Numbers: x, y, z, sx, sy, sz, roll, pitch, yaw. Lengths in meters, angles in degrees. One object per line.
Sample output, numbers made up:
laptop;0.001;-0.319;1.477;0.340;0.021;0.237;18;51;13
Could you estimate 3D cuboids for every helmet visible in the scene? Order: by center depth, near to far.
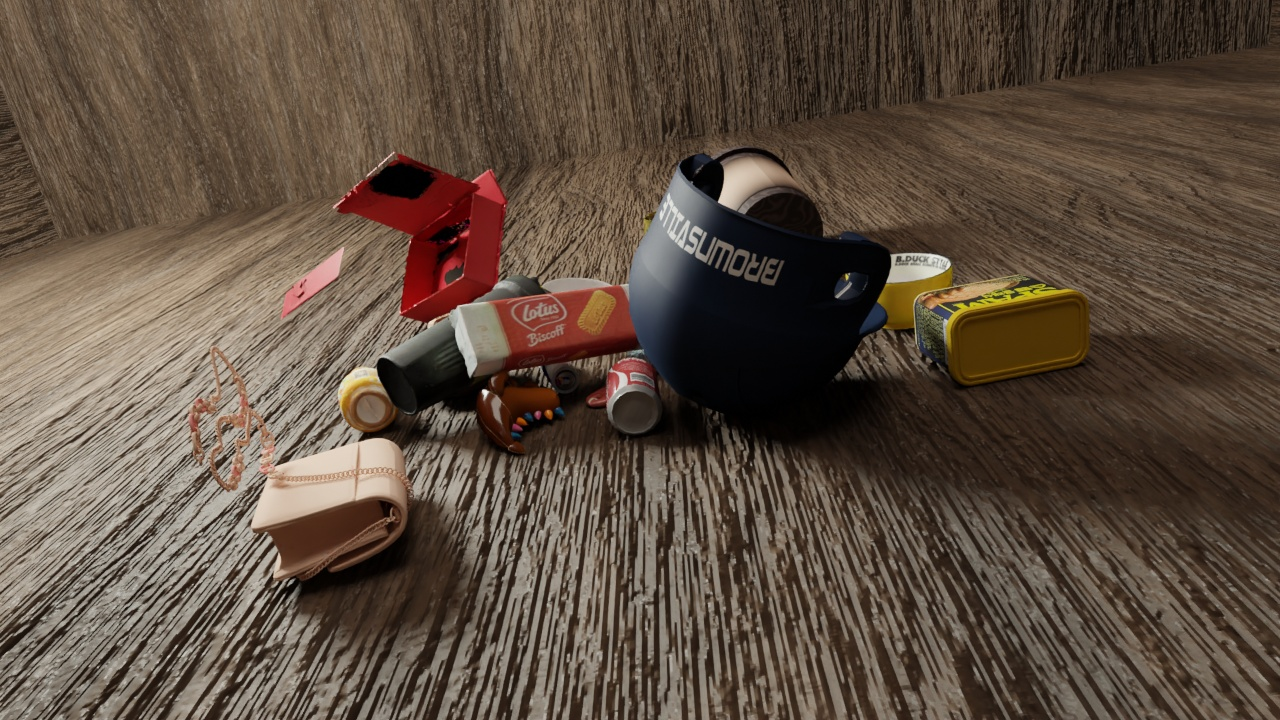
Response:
helmet;0.113;-0.059;0.887;0.232;0.224;0.271;35;34;30

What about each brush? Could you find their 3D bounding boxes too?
brush;-0.006;0.006;1.032;0.041;0.030;0.171;5;25;34

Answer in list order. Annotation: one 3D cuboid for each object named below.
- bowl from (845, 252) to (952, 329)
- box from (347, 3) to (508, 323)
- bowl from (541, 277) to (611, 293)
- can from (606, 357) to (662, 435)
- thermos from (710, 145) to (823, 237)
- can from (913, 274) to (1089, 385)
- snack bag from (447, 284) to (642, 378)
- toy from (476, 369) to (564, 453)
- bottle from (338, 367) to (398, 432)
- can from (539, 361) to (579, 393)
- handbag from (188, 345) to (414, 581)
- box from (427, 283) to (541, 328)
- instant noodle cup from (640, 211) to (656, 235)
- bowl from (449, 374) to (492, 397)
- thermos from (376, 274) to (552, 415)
bowl;0.299;-0.076;1.058;0.117;0.068;0.117;-9;20;3
box;-0.303;-0.267;1.318;0.107;0.409;0.212;-12;-3;-40
bowl;-0.083;-0.069;1.222;0.105;0.054;0.104;4;23;-2
can;-0.007;0.034;0.922;0.054;0.054;0.096;-9;20;1
thermos;0.175;-0.218;1.378;0.172;0.173;0.226;-11;26;-5
can;0.353;-0.035;0.913;0.135;0.075;0.104;-11;17;-3
snack bag;-0.086;-0.037;0.989;0.224;0.077;0.041;-9;-27;-28
toy;-0.118;0.058;0.937;0.090;0.071;0.103;-6;39;-30
bottle;-0.308;0.038;1.034;0.063;0.063;0.109;-15;20;-15
can;-0.097;0.009;1.061;0.032;0.032;0.095;-14;20;-13
handbag;-0.265;0.069;0.745;0.116;0.187;0.199;-21;17;-10
box;-0.201;-0.057;1.261;0.186;0.054;0.078;-26;58;-35
instant noodle cup;0.047;-0.164;1.353;0.102;0.108;0.102;-10;22;4
bowl;-0.216;0.015;1.089;0.119;0.032;0.119;-4;27;2
thermos;-0.182;-0.022;1.019;0.098;0.098;0.220;12;35;45
